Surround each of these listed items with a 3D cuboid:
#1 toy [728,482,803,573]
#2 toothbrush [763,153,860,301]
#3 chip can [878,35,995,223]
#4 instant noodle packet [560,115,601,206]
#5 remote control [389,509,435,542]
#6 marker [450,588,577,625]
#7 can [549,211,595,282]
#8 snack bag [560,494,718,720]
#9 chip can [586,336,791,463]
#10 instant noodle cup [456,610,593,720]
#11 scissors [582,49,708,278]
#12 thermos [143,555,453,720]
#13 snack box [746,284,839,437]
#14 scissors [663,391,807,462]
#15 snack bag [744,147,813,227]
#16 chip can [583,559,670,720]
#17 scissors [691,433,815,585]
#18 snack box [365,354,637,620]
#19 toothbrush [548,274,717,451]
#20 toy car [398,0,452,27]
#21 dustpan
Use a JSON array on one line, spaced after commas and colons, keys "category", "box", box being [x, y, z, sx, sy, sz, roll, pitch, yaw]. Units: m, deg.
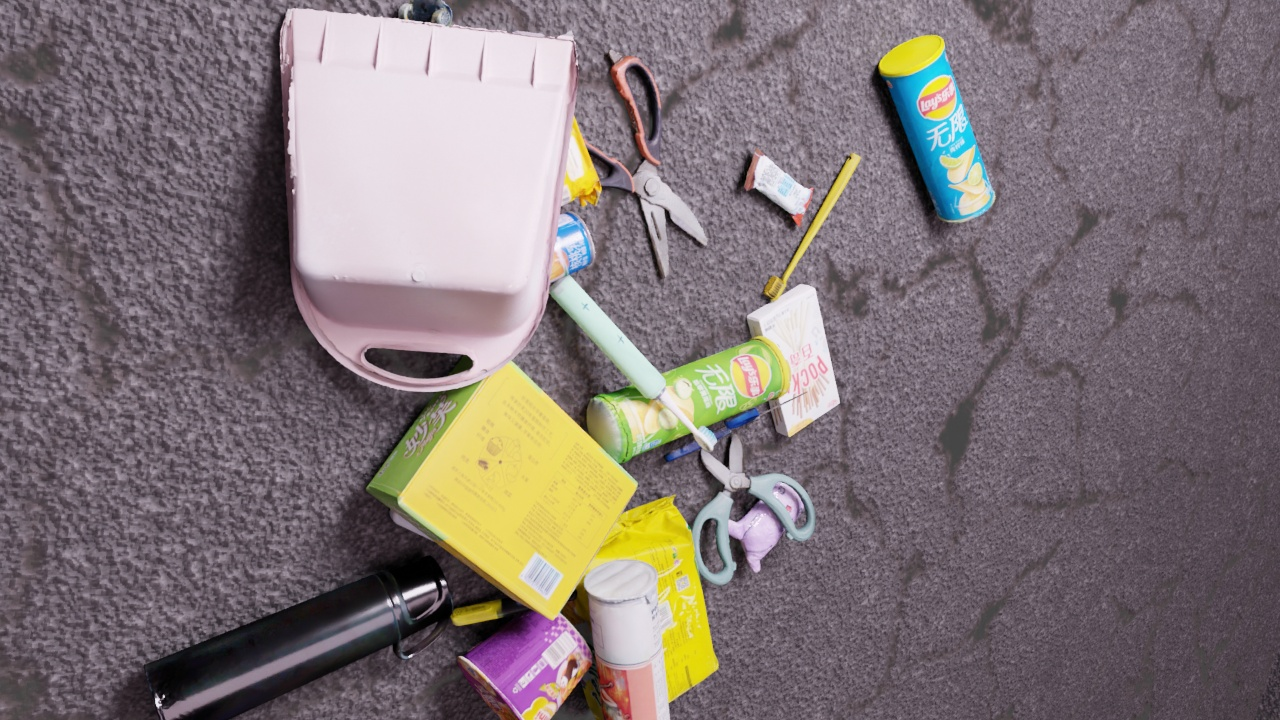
[{"category": "toy", "box": [0.148, 0.183, 1.074, 0.108, 0.039, 0.084, -42, 114, -15]}, {"category": "toothbrush", "box": [0.190, -0.149, 1.015, 0.016, 0.016, 0.190, 34, 84, -29]}, {"category": "chip can", "box": [0.341, -0.259, 1.048, 0.071, 0.071, 0.210, -44, 124, -15]}, {"category": "instant noodle packet", "box": [-0.100, -0.180, 0.789, 0.110, 0.044, 0.128, -22, 113, -11]}, {"category": "remote control", "box": [-0.169, 0.151, 0.864, 0.136, 0.020, 0.056, 37, 83, -36]}, {"category": "marker", "box": [-0.123, 0.238, 0.896, 0.124, 0.018, 0.015, -10, 134, -7]}, {"category": "can", "box": [-0.110, -0.085, 0.811, 0.134, 0.053, 0.053, -27, 117, -25]}, {"category": "snack bag", "box": [0.002, 0.276, 0.987, 0.157, 0.068, 0.247, -24, 115, -26]}, {"category": "chip can", "box": [0.050, 0.039, 0.943, 0.220, 0.073, 0.073, -19, 114, -27]}, {"category": "instant noodle cup", "box": [-0.108, 0.300, 0.903, 0.099, 0.112, 0.111, -41, 123, -29]}, {"category": "scissors", "box": [-0.003, -0.183, 0.877, 0.226, 0.015, 0.189, 11, 98, -36]}, {"category": "thermos", "box": [-0.281, 0.251, 0.787, 0.242, 0.068, 0.090, -17, 108, -29]}, {"category": "snack box", "box": [0.176, 0.001, 1.045, 0.084, 0.027, 0.157, -30, 118, -23]}, {"category": "scissors", "box": [0.100, 0.069, 0.974, 0.162, 0.173, 0.012, -29, 81, 15]}, {"category": "snack bag", "box": [0.148, -0.181, 0.970, 0.104, 0.026, 0.048, 22, 85, -36]}, {"category": "chip can", "box": [-0.008, 0.307, 0.903, 0.071, 0.071, 0.215, -17, 111, -29]}, {"category": "scissors", "box": [0.131, 0.170, 1.038, 0.181, 0.019, 0.170, 6, 88, -17]}, {"category": "snack box", "box": [-0.118, 0.114, 0.838, 0.210, 0.070, 0.157, 47, 66, -33]}, {"category": "toothbrush", "box": [-0.005, 0.005, 0.870, 0.224, 0.027, 0.027, 47, 51, -9]}, {"category": "toy car", "box": [-0.172, -0.243, 0.730, 0.034, 0.043, 0.091, -9, 115, -60]}, {"category": "dustpan", "box": [-0.175, -0.120, 0.734, 0.222, 0.139, 0.273, 6, 77, -7]}]
